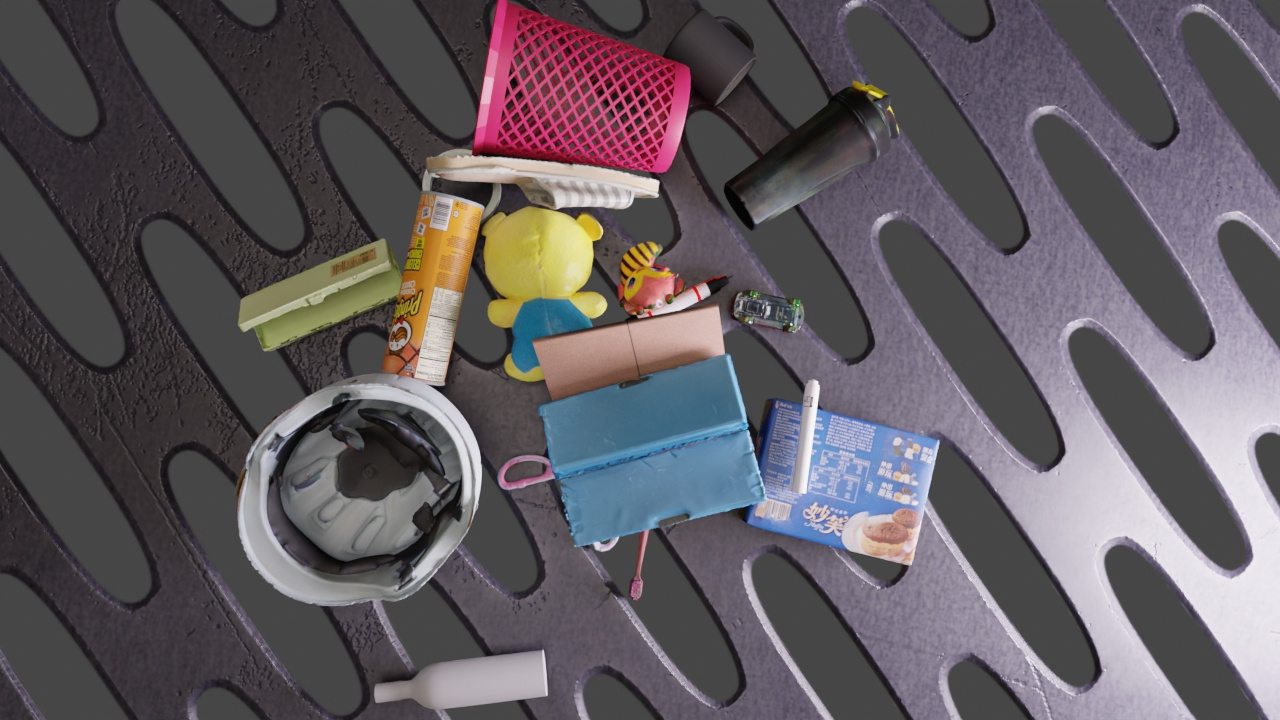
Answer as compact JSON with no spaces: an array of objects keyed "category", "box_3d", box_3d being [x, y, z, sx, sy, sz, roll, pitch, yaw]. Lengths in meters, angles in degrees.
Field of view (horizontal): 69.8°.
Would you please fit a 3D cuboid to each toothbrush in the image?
[{"category":"toothbrush","box_3d":[0.007,0.195,1.112,0.016,0.016,0.189,9,86,-3]}]

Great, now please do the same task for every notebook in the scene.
[{"category":"notebook","box_3d":[-0.006,0.006,1.063,0.209,0.141,0.008,-11,45,2]}]

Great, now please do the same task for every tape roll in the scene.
[{"category":"tape roll","box_3d":[-0.217,-0.210,1.120,0.094,0.018,0.094,0,87,-4]}]

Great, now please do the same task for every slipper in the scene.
[{"category":"slipper","box_3d":[-0.111,-0.204,1.064,0.272,0.114,0.054,3,100,-20]}]

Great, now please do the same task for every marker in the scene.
[{"category":"marker","box_3d":[0.190,0.087,1.062,0.020,0.017,0.133,5,84,34]},{"category":"marker","box_3d":[0.050,-0.073,1.130,0.145,0.019,0.019,-26,89,-5]}]

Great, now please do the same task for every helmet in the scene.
[{"category":"helmet","box_3d":[-0.303,0.134,1.022,0.264,0.163,0.236,-44,99,5]}]

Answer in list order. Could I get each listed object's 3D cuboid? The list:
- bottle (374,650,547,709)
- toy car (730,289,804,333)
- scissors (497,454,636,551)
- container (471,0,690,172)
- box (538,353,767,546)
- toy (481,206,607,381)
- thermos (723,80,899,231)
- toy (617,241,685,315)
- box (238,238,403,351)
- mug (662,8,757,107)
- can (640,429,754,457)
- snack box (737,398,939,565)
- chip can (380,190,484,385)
[{"category":"bottle","box_3d":[-0.209,0.376,1.069,0.195,0.052,0.052,-6,87,-4]},{"category":"toy car","box_3d":[0.156,-0.059,1.127,0.091,0.036,0.042,9,85,-3]},{"category":"scissors","box_3d":[-0.082,0.151,1.104,0.170,0.013,0.172,-12,93,-3]},{"category":"container","box_3d":[-0.068,-0.304,1.066,0.225,0.183,0.183,10,86,-11]},{"category":"box","box_3d":[0.012,0.102,1.040,0.232,0.047,0.176,-16,77,6]},{"category":"toy","box_3d":[-0.109,-0.083,1.088,0.149,0.084,0.214,-8,88,-9]},{"category":"thermos","box_3d":[0.209,-0.248,1.116,0.221,0.098,0.098,-34,89,-1]},{"category":"toy","box_3d":[0.007,-0.095,1.107,0.084,0.046,0.103,-28,54,20]},{"category":"box","box_3d":[-0.375,-0.082,1.086,0.188,0.090,0.077,-25,68,-3]},{"category":"mug","box_3d":[0.094,-0.380,1.129,0.088,0.078,0.113,42,58,-1]},{"category":"can","box_3d":[0.068,0.116,1.098,0.130,0.044,0.130,1,88,-13]},{"category":"snack box","box_3d":[0.236,0.144,1.105,0.202,0.069,0.155,14,85,-2]},{"category":"chip can","box_3d":[-0.243,-0.083,1.072,0.075,0.075,0.215,13,91,-3]}]
